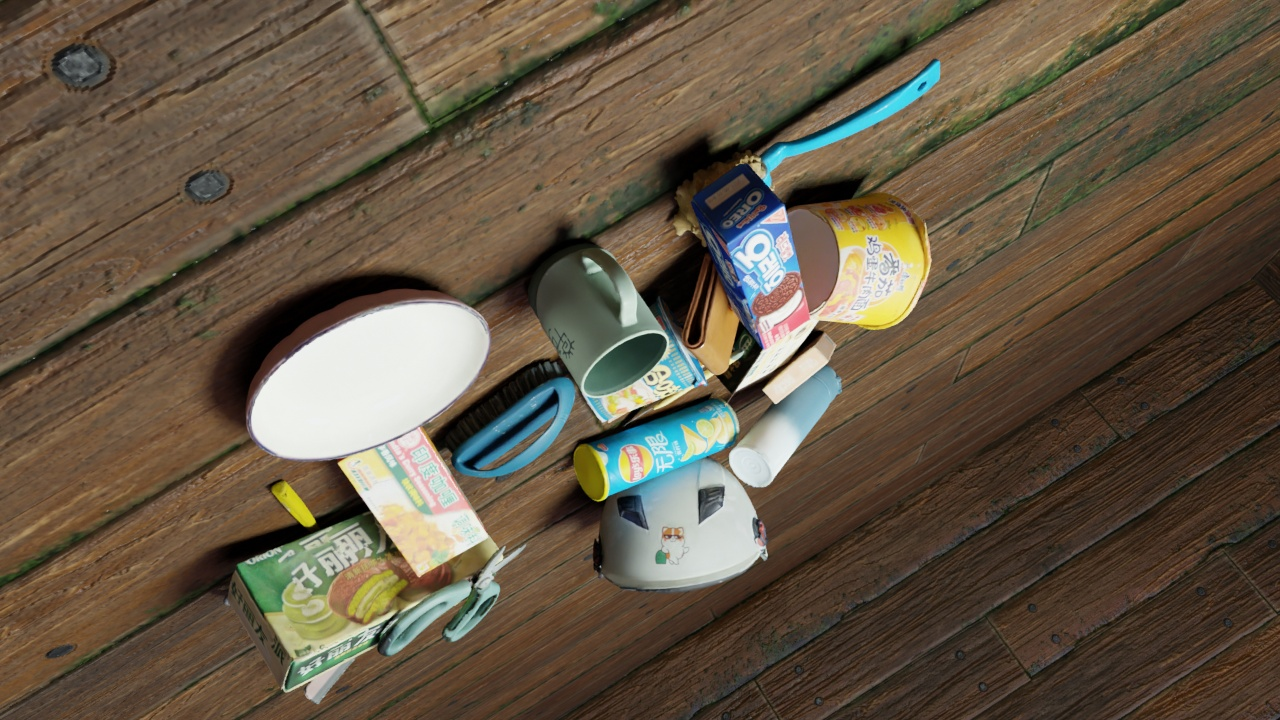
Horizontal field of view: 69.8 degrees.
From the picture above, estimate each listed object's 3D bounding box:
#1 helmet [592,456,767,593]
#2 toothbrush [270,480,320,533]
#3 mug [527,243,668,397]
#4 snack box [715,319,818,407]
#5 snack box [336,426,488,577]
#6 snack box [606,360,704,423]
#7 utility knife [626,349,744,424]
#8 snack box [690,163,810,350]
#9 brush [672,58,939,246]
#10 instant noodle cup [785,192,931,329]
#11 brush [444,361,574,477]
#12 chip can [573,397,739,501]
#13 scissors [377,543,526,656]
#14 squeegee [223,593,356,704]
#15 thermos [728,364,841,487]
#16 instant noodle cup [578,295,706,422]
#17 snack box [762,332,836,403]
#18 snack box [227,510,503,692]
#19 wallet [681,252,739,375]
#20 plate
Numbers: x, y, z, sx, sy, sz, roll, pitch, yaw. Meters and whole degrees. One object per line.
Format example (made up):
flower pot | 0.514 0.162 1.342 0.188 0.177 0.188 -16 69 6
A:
helmet | 0.047 0.202 1.220 0.230 0.157 0.274 -8 178 6
toothbrush | -0.320 0.159 0.887 0.015 0.016 0.190 -31 157 -18
mug | -0.035 -0.044 0.742 0.082 0.106 0.112 -20 153 -26
snack box | 0.144 -0.017 1.065 0.125 0.053 0.113 -25 156 -34
snack box | -0.210 0.125 0.852 0.077 0.027 0.156 -29 123 -9
snack box | 0.024 0.020 1.006 0.153 0.026 0.075 -30 177 -3
utility knife | 0.046 0.037 1.063 0.213 0.022 0.030 -41 171 38
snack box | 0.098 -0.081 0.787 0.058 0.057 0.207 -34 152 0
brush | 0.138 -0.176 0.768 0.255 0.046 0.083 -29 153 6
instant noodle cup | 0.195 -0.098 0.905 0.109 0.138 0.138 -4 144 -34
brush | -0.122 0.066 0.886 0.144 0.073 0.055 -36 151 8
chip can | 0.023 0.107 1.148 0.209 0.071 0.071 -18 152 -31
scissors | -0.191 0.245 0.908 0.180 0.019 0.171 -16 147 -46
squeegee | -0.368 0.268 1.012 0.247 0.040 0.249 -50 150 -1
thermos | 0.198 0.079 1.232 0.219 0.070 0.070 -44 168 -40
instant noodle cup | -0.005 0.005 0.901 0.110 0.099 0.099 -28 157 8
snack box | 0.205 0.007 1.171 0.085 0.026 0.157 -41 176 17
snack box | -0.264 0.214 0.906 0.239 0.114 0.063 -19 148 -43
wallet | 0.076 -0.048 0.902 0.132 0.031 0.107 39 66 -72
plate | -0.210 0.006 0.706 0.192 0.039 0.193 -27 156 -13
